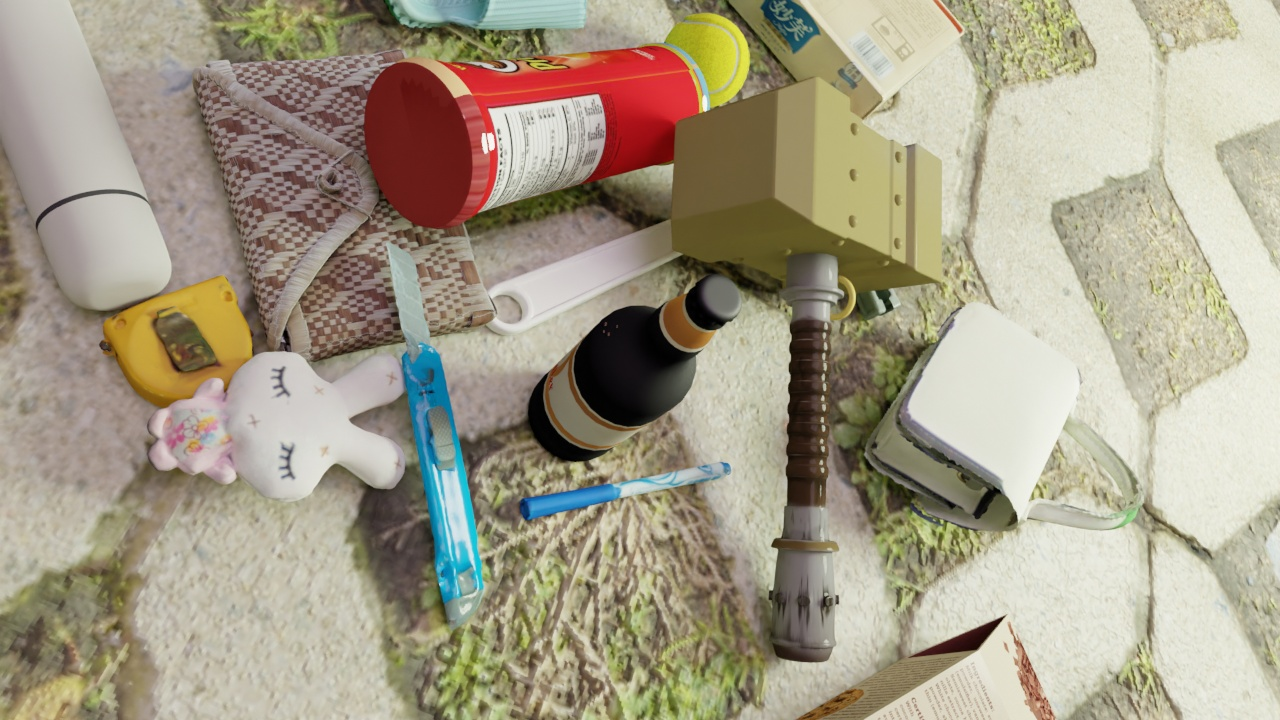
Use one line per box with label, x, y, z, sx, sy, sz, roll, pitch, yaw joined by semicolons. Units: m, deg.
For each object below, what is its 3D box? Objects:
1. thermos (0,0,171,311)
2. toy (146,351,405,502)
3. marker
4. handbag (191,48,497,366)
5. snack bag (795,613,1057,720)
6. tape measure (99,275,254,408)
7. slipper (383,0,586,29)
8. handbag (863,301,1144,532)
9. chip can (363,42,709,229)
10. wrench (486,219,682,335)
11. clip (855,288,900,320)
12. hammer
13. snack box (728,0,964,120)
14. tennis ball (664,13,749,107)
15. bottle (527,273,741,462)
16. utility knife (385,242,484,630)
thermos;-0.298;-0.131;0.463;0.052;0.052;0.224;-20;80;-32
toy;-0.174;0.032;0.455;0.125;0.037;0.076;1;81;-38
marker;-0.005;0.076;0.551;0.141;0.013;0.013;-7;73;-29
handbag;-0.166;-0.092;0.519;0.124;0.047;0.185;-14;78;-30
snack bag;0.174;0.233;0.543;0.205;0.070;0.094;-15;77;-31
tape measure;-0.228;-0.005;0.461;0.068;0.030;0.059;-28;82;-32
slipper;-0.053;-0.291;0.621;0.069;0.116;0.275;32;46;30
handbag;0.263;0.061;0.646;0.176;0.074;0.150;34;54;11
chip can;-0.051;-0.141;0.546;0.212;0.087;0.087;-27;83;-47
wrench;0.010;-0.077;0.620;0.272;0.018;0.066;-27;84;-32
clip;0.168;-0.069;0.694;0.043;0.023;0.076;-19;81;-33
hammer;0.104;0.018;0.570;0.190;0.101;0.324;12;78;-46
snack box;0.156;-0.311;0.767;0.207;0.055;0.152;49;57;-1
tennis ball;0.046;-0.217;0.666;0.065;0.066;0.065;10;65;-23
bottle;-0.003;0.003;0.481;0.059;0.182;0.059;10;65;-23
utility knife;-0.110;0.038;0.488;0.031;0.015;0.207;-10;86;-54
